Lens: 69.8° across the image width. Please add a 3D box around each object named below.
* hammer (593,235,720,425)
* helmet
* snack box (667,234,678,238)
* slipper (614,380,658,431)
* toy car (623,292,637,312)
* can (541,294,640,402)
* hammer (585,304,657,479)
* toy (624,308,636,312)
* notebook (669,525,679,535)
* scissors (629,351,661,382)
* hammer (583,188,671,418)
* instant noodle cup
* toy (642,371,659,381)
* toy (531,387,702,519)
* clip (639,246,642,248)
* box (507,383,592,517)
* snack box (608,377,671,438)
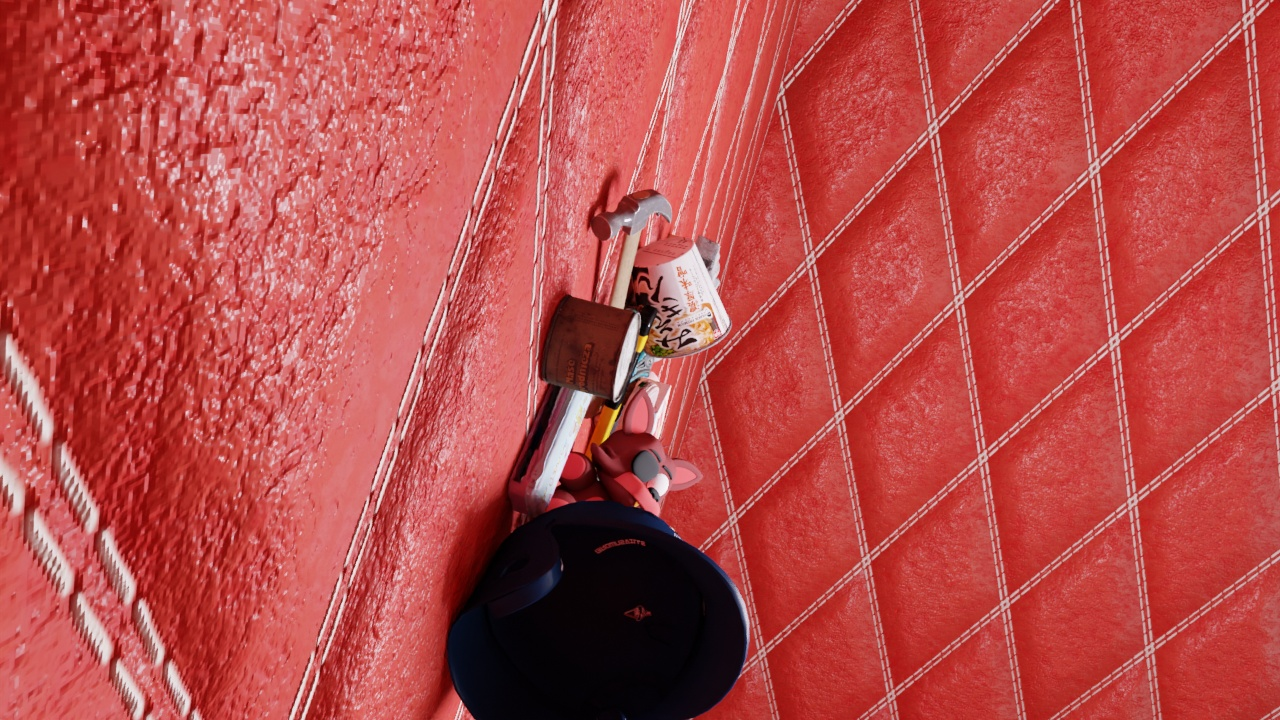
[{"bbox_3d":[0.026,-0.035,1.302,0.318,0.049,0.122,-57,166,-22],"label":"hammer"},{"bbox_3d":[-0.026,0.242,0.883,0.222,0.273,0.232,-45,119,-57],"label":"helmet"},{"bbox_3d":[0.042,-0.125,1.435,0.125,0.040,0.088,-65,169,-48],"label":"snack box"},{"bbox_3d":[-0.012,0.142,1.293,0.094,0.064,0.240,-35,148,-63],"label":"slipper"},{"bbox_3d":[-0.003,-0.070,1.262,0.105,0.033,0.048,-61,167,-54],"label":"toy car"},{"bbox_3d":[-0.048,-0.012,0.895,0.090,0.074,0.090,16,88,-82],"label":"can"},{"bbox_3d":[-0.043,0.078,1.143,0.169,0.034,0.325,-57,169,-68],"label":"hammer"},{"bbox_3d":[-0.031,-0.028,1.157,0.085,0.033,0.105,-61,175,21],"label":"toy"},{"bbox_3d":[-0.045,0.355,1.425,0.024,0.168,0.224,59,37,-33],"label":"notebook"},{"bbox_3d":[-0.008,0.003,1.220,0.136,0.019,0.138,-59,142,-11],"label":"scissors"},{"bbox_3d":[-0.029,-0.049,1.035,0.119,0.031,0.332,-37,151,-40],"label":"hammer"},{"bbox_3d":[0.043,-0.086,1.183,0.123,0.124,0.122,-63,140,-55],"label":"instant noodle cup"},{"bbox_3d":[-0.004,0.058,1.474,0.105,0.053,0.108,57,49,-60],"label":"toy"},{"bbox_3d":[-0.027,0.152,1.053,0.197,0.158,0.121,-42,-153,-15],"label":"toy"},{"bbox_3d":[0.010,-0.130,1.247,0.076,0.044,0.023,84,22,-71],"label":"clip"},{"bbox_3d":[-0.081,0.057,0.951,0.076,0.033,0.213,93,15,-59],"label":"box"},{"bbox_3d":[-0.008,0.085,1.373,0.094,0.079,0.093,-58,163,-61],"label":"snack box"}]
